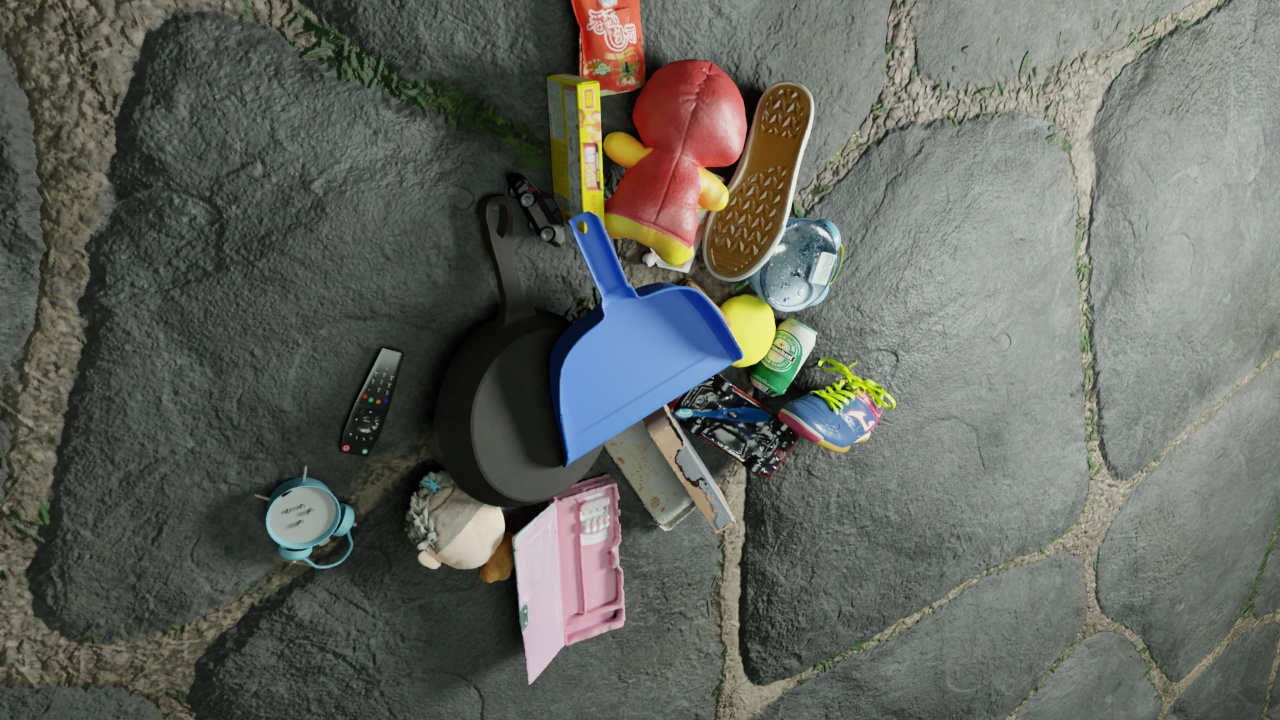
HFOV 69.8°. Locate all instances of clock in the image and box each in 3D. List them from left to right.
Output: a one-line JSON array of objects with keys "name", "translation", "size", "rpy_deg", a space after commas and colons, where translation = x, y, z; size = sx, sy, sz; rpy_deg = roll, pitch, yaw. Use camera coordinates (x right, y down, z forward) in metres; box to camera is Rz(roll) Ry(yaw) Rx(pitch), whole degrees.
[{"name": "clock", "translation": [-0.352, 0.176, 0.983], "size": [0.087, 0.042, 0.123], "rpy_deg": [-31, 122, -14]}, {"name": "clock", "translation": [0.196, -0.122, 1.148], "size": [0.161, 0.060, 0.118], "rpy_deg": [5, 109, -32]}]

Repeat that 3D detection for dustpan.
[{"name": "dustpan", "translation": [-0.022, -0.041, 0.988], "size": [0.245, 0.059, 0.258], "rpy_deg": [-31, 115, -15]}]

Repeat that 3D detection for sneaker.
[{"name": "sneaker", "translation": [0.142, -0.204, 1.069], "size": [0.087, 0.079, 0.236], "rpy_deg": [21, 103, 7]}, {"name": "sneaker", "translation": [0.258, 0.055, 1.219], "size": [0.241, 0.116, 0.091], "rpy_deg": [0, 122, -58]}]

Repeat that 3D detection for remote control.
[{"name": "remote control", "translation": [-0.286, 0.044, 0.979], "size": [0.039, 0.010, 0.125], "rpy_deg": [16, 103, -34]}]

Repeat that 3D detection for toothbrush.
[{"name": "toothbrush", "translation": [0.106, 0.068, 1.155], "size": [0.132, 0.016, 0.021], "rpy_deg": [3, 77, -18]}]

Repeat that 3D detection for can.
[{"name": "can", "translation": [0.186, -0.004, 1.200], "size": [0.053, 0.053, 0.101], "rpy_deg": [27, 97, -36]}]

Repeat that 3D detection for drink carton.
[{"name": "drink carton", "translation": [0.050, -0.161, 1.067], "size": [0.069, 0.039, 0.122], "rpy_deg": [7, 114, -33]}]

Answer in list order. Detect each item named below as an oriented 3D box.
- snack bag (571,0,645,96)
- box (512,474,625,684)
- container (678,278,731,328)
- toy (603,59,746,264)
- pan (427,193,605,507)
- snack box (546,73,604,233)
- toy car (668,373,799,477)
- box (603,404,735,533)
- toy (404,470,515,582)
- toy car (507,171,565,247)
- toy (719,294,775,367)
[{"name": "snack bag", "translation": [-0.036, -0.350, 0.931], "size": [0.087, 0.044, 0.155], "rpy_deg": [-22, 115, -33]}, {"name": "box", "translation": [-0.097, 0.272, 1.164], "size": [0.179, 0.059, 0.233], "rpy_deg": [-22, 122, -39]}, {"name": "container", "translation": [0.053, -0.033, 1.106], "size": [0.114, 0.061, 0.063], "rpy_deg": [-51, 126, -1]}, {"name": "toy", "translation": [0.039, -0.218, 0.978], "size": [0.147, 0.099, 0.216], "rpy_deg": [21, 93, -18]}, {"name": "pan", "translation": [-0.124, -0.002, 1.001], "size": [0.248, 0.043, 0.356], "rpy_deg": [-22, 114, -38]}, {"name": "snack box", "translation": [-0.067, -0.213, 0.947], "size": [0.025, 0.075, 0.152], "rpy_deg": [-14, 118, -26]}, {"name": "toy car", "translation": [0.124, 0.082, 1.203], "size": [0.189, 0.056, 0.081], "rpy_deg": [34, 92, -26]}, {"name": "box", "translation": [0.043, 0.138, 1.161], "size": [0.094, 0.107, 0.216], "rpy_deg": [-46, 127, -19]}, {"name": "toy", "translation": [-0.200, 0.190, 1.057], "size": [0.132, 0.076, 0.176], "rpy_deg": [-46, 126, -23]}, {"name": "toy car", "translation": [-0.107, -0.162, 0.967], "size": [0.036, 0.042, 0.092], "rpy_deg": [-35, 125, -9]}, {"name": "toy", "translation": [0.130, -0.037, 1.160], "size": [0.095, 0.041, 0.094], "rpy_deg": [43, 83, -32]}]
